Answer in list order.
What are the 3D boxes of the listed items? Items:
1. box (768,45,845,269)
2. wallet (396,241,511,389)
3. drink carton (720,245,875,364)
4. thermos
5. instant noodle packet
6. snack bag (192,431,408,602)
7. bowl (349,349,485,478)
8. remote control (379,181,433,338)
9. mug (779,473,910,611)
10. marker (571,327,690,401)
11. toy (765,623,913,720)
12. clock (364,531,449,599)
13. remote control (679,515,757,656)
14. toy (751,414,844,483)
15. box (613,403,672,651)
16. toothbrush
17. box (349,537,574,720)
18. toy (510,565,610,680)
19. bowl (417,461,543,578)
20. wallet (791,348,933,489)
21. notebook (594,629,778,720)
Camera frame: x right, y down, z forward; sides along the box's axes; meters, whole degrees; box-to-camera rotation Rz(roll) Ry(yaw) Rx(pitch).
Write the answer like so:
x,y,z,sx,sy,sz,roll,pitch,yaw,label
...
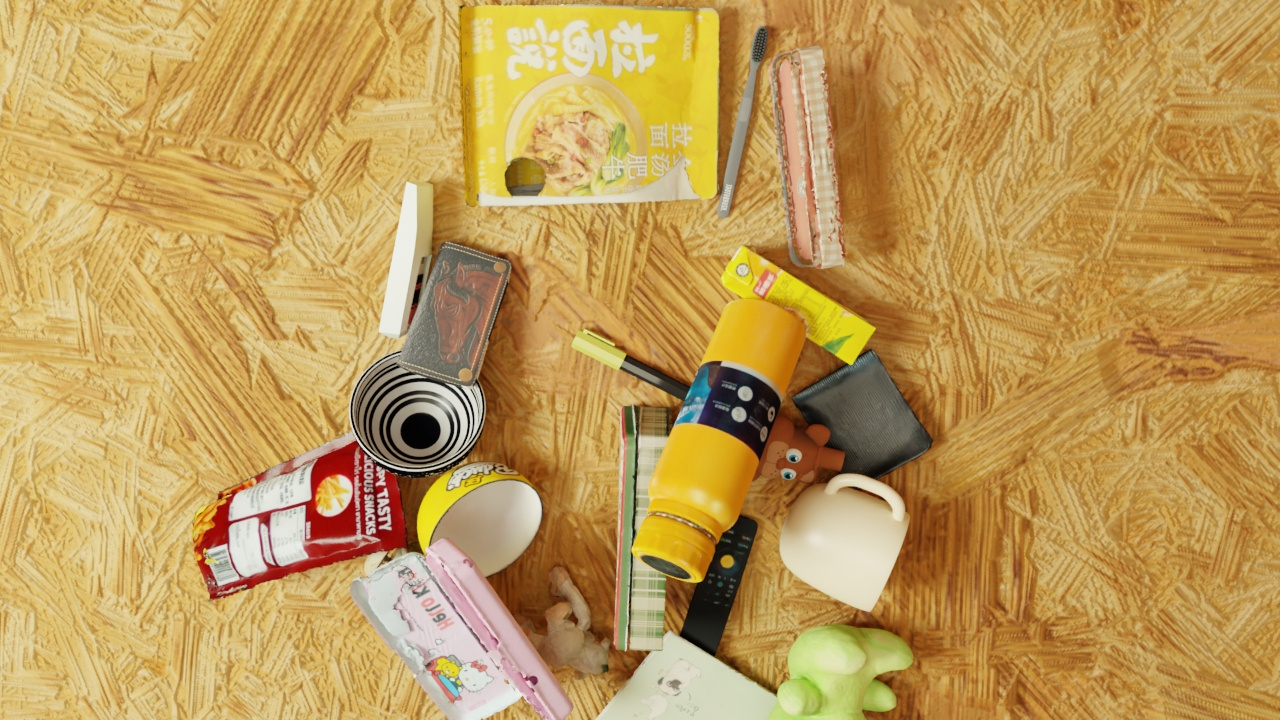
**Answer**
x,y,z,sx,sy,sz,roll,pitch,yaw,label
0.143,-0.171,0.783,0.041,0.082,0.187,-9,100,-5,box
-0.168,-0.041,0.835,0.072,0.019,0.123,18,79,-4,wallet
0.138,-0.052,0.814,0.134,0.058,0.043,31,100,-2,drink carton
0.067,0.067,0.756,0.076,0.091,0.232,10,62,28,thermos
-0.042,-0.218,0.789,0.221,0.084,0.163,-1,104,-2,instant noodle packet
-0.323,0.143,0.871,0.208,0.066,0.138,-23,57,12,snack bag
-0.205,0.056,0.852,0.120,0.066,0.120,4,64,-9,bowl
-0.207,-0.090,0.837,0.024,0.049,0.143,15,103,2,remote control
0.183,0.153,0.832,0.100,0.096,0.120,23,118,14,mug
-0.005,0.005,0.858,0.124,0.017,0.021,27,103,-3,marker
0.177,0.340,0.874,0.150,0.107,0.197,11,105,-42,toy
-0.217,0.202,0.881,0.141,0.093,0.054,34,95,-5,clock
0.074,0.220,0.898,0.041,0.020,0.152,16,102,-5,remote control
0.120,0.083,0.837,0.128,0.065,0.095,14,126,8,toy
0.002,0.150,0.840,0.051,0.117,0.206,2,104,2,box
0.090,-0.208,0.809,0.013,0.013,0.167,12,105,2,toothbrush
-0.151,0.248,0.827,0.147,0.077,0.202,-11,119,32,box
-0.068,0.268,0.902,0.106,0.074,0.085,41,89,-9,toy
-0.158,0.143,0.865,0.117,0.067,0.117,-20,129,-27,bowl
0.206,0.058,0.850,0.089,0.026,0.115,-33,98,12,wallet
0.028,0.409,0.935,0.182,0.010,0.253,34,103,-13,notebook
